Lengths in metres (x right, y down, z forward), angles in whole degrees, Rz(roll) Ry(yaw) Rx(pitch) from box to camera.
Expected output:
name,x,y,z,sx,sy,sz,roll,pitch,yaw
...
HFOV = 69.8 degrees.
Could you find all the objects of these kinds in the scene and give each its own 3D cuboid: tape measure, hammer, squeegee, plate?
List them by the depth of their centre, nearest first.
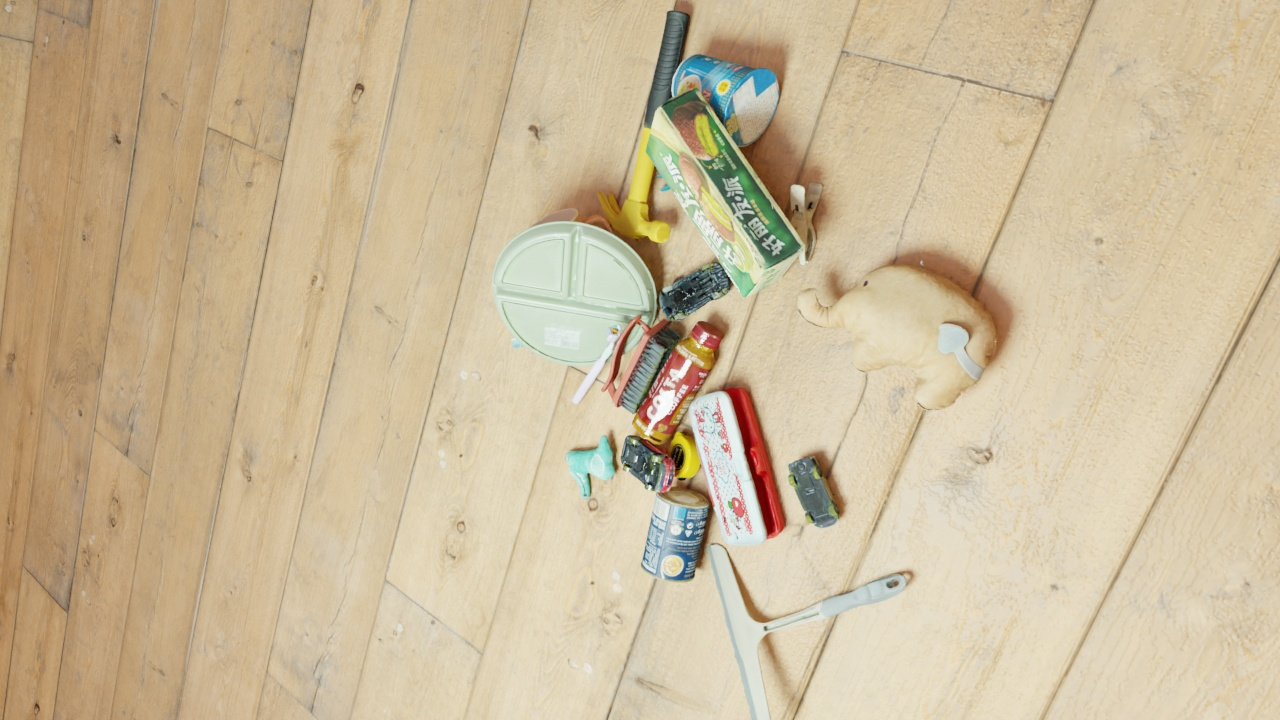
name,x,y,z,sx,sy,sz,roll,pitch,yaw
squeegee,0.223,0.312,1.146,0.247,0.039,0.246,-28,61,26
hammer,0.017,-0.312,1.229,0.129,0.032,0.301,22,103,41
tape measure,0.061,0.131,1.240,0.057,0.028,0.060,41,119,54
plate,-0.093,-0.083,1.250,0.230,0.027,0.231,5,126,7

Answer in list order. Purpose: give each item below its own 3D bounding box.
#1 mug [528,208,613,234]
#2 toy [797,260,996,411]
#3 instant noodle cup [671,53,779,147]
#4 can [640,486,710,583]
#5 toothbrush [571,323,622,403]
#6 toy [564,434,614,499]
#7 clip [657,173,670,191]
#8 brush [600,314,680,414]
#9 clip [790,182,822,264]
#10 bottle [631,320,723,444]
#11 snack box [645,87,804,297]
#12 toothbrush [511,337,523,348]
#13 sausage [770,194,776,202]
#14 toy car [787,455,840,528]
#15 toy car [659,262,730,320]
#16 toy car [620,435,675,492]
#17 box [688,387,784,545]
name,x,y,z,sx,sy,sz,roll,pitch,yaw
mug,-0.089,-0.152,1.274,0.114,0.081,0.106,-25,117,4
toy,0.292,-0.045,1.047,0.226,0.082,0.143,34,99,30
instant noodle cup,0.101,-0.333,1.150,0.110,0.099,0.099,35,112,35
can,0.048,0.231,1.233,0.075,0.075,0.111,18,103,31
toothbrush,-0.065,0.011,1.282,0.021,0.029,0.190,35,140,2
toy,-0.073,0.156,1.337,0.092,0.030,0.096,-5,98,39
clip,0.048,-0.245,1.233,0.056,0.014,0.041,-12,86,36
brush,-0.007,0.007,1.251,0.069,0.063,0.146,35,126,12
clip,0.198,-0.169,1.128,0.034,0.063,0.098,17,110,33
bottle,0.051,0.029,1.225,0.057,0.057,0.175,40,114,25
snack box,0.099,-0.202,1.122,0.063,0.115,0.240,-31,82,-13
toothbrush,-0.105,-0.049,1.342,0.225,0.026,0.027,-12,79,34
sausage,0.119,-0.238,1.183,0.156,0.020,0.020,43,115,24
toy car,0.218,0.163,1.139,0.042,0.035,0.090,-25,86,34
toy car,0.073,-0.090,1.217,0.106,0.031,0.049,-28,76,29
toy car,0.013,0.138,1.243,0.120,0.045,0.053,35,116,61
box,0.115,0.140,1.186,0.091,0.068,0.201,-18,84,33
